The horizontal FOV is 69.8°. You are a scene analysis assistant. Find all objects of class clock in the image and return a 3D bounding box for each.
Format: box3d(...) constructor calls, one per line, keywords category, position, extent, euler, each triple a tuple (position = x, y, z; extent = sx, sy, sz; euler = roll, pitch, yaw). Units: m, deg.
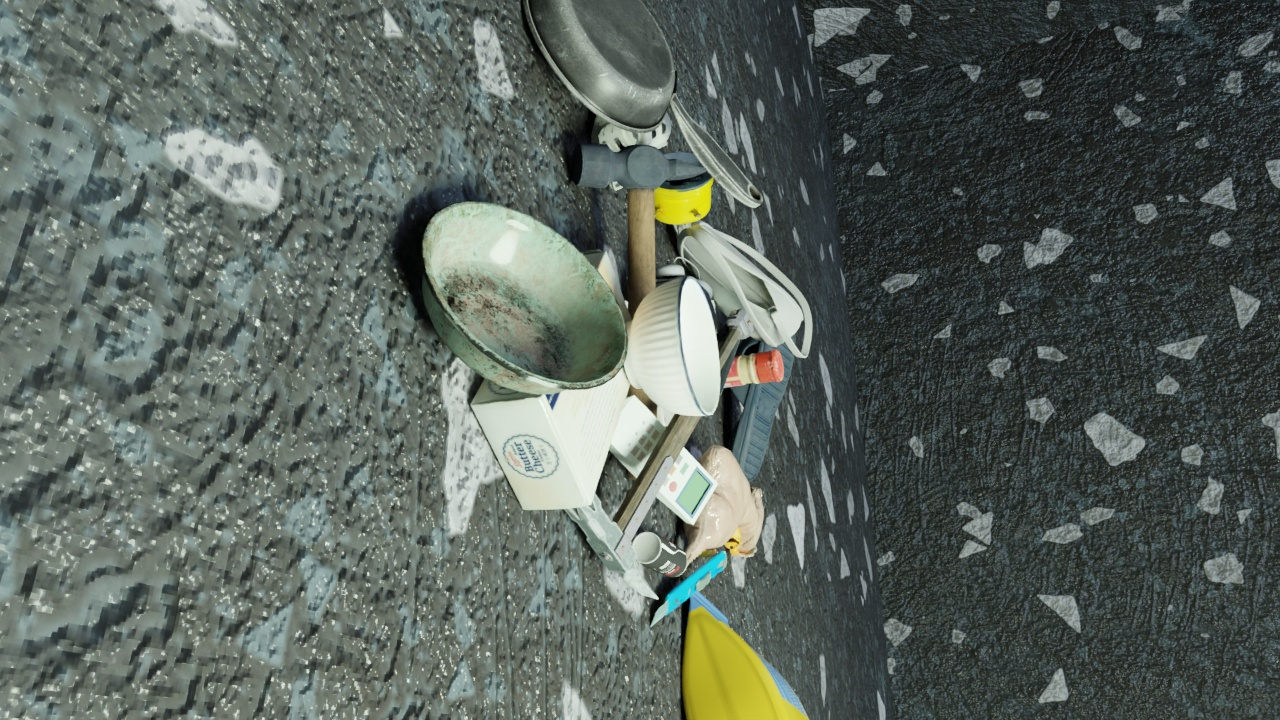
box3d(category="clock", position=(0.038, -0.049, 0.956), extent=(0.094, 0.035, 0.122), euler=(28, 66, -40))
box3d(category="clock", position=(0.046, -0.211, 1.084), extent=(0.118, 0.083, 0.057), euler=(-82, 170, -46))

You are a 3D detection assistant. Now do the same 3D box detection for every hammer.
box3d(category="hammer", position=(0.041, 0.062, 0.853), extent=(0.147, 0.028, 0.315), euler=(59, 45, -29))
box3d(category="hammer", position=(0.002, -0.044, 0.885), extent=(0.040, 0.129, 0.322), euler=(-173, -98, -70))

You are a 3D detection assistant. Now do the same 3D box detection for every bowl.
box3d(category="bowl", position=(0.022, -0.008, 0.774), extent=(0.118, 0.062, 0.118), euler=(-8, 90, -72))
box3d(category="bowl", position=(-0.083, -0.035, 0.612), extent=(0.157, 0.039, 0.157), euler=(28, 37, -24))

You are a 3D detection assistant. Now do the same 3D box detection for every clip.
box3d(category="clip", position=(-0.005, -0.265, 0.976), extent=(0.126, 0.097, 0.152), euler=(-54, 142, -68))

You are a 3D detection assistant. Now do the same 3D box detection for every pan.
box3d(category="pan", position=(0.023, -0.266, 0.930), extent=(0.356, 0.055, 0.186), euler=(32, 45, -33))

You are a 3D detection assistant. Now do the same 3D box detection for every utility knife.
box3d(category="utility knife", position=(0.054, 0.236, 0.959), extent=(0.178, 0.015, 0.031), euler=(-18, 120, -57))

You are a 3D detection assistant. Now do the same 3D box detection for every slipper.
box3d(category="slipper", position=(0.149, 0.039, 1.292), extent=(0.101, 0.083, 0.263), euler=(38, 65, -58))

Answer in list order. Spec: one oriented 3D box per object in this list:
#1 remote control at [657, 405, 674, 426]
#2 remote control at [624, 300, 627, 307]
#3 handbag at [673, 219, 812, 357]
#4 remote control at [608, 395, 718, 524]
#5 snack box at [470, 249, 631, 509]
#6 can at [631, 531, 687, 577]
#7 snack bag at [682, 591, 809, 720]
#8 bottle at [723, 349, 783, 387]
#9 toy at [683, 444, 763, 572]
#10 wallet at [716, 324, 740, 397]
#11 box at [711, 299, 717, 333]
box3d(category="remote control", position=(0.027, 0.045, 0.987), extent=(0.135, 0.011, 0.050), euler=(18, 64, -80))
box3d(category="remote control", position=(-0.006, 0.005, 0.942), extent=(0.043, 0.013, 0.136), euler=(-46, 125, -67))
box3d(category="handbag", position=(0.124, -0.106, 1.132), extent=(0.216, 0.095, 0.222), euler=(46, 4, 27))
box3d(category="remote control", position=(0.014, 0.092, 0.864), extent=(0.143, 0.024, 0.049), euler=(47, 64, -28))
box3d(category="snack box", position=(-0.057, 0.010, 0.721), extent=(0.207, 0.058, 0.104), euler=(-72, 148, -53))
box3d(category="can", position=(0.020, 0.190, 0.897), extent=(0.080, 0.032, 0.031), euler=(46, 39, -59))
box3d(category="snack bag", position=(0.105, 0.352, 0.991), extent=(0.159, 0.102, 0.205), euler=(53, 12, -53))
box3d(category="bottle", position=(0.127, 0.013, 1.174), extent=(0.044, 0.109, 0.044), euler=(-8, 90, -68))
box3d(category="toy", position=(0.099, 0.201, 1.103), extent=(0.264, 0.065, 0.195), euler=(67, 41, -55))
box3d(category="wallet", position=(0.086, 0.013, 1.106), extent=(0.089, 0.026, 0.115), euler=(-37, 148, -63))
box3d(category="box", position=(0.053, -0.036, 1.082), extent=(0.083, 0.066, 0.198), euler=(62, 17, 4))
